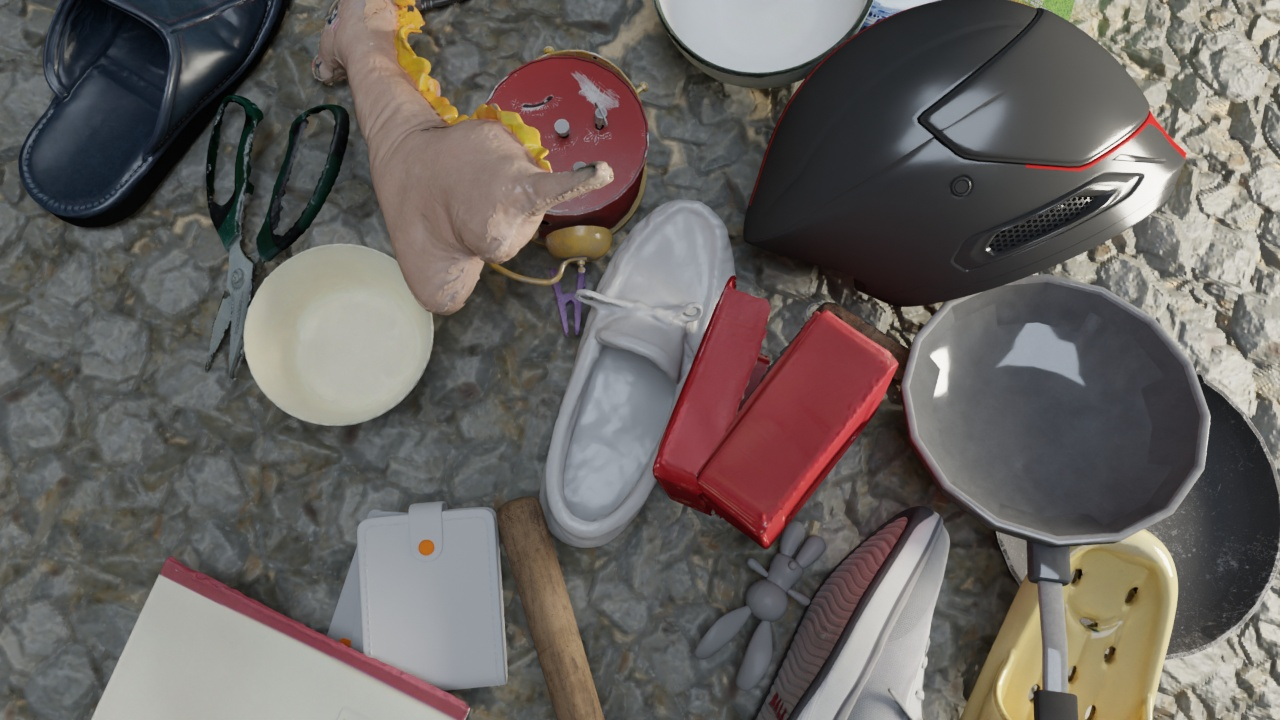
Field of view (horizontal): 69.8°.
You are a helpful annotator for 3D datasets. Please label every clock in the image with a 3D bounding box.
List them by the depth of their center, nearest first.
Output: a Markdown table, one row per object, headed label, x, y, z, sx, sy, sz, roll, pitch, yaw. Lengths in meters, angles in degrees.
| label | x | y | z | sx | sy | sz | roll | pitch | yaw |
| --- | --- | --- | --- | --- | --- | --- | --- | --- | --- |
| clock | -0.057 | -0.128 | 0.615 | 0.117 | 0.081 | 0.158 | 21 | 80 | 0 |

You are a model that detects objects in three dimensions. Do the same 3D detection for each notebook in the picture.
| label | x | y | z | sx | sy | sz | roll | pitch | yaw |
| --- | --- | --- | --- | --- | --- | --- | --- | --- | --- |
| notebook | -0.228 | 0.233 | 0.561 | 0.209 | 0.012 | 0.153 | 26 | 91 | 2 |

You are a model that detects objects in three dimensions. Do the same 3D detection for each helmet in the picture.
| label | x | y | z | sx | sy | sz | roll | pitch | yaw |
| --- | --- | --- | --- | --- | --- | --- | --- | --- | --- |
| helmet | 0.186 | -0.136 | 0.584 | 0.265 | 0.164 | 0.170 | -25 | 103 | 12 |

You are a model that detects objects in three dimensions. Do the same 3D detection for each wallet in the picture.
| label | x | y | z | sx | sy | sz | roll | pitch | yaw |
| --- | --- | --- | --- | --- | --- | --- | --- | --- | --- |
| wallet | -0.147 | 0.151 | 0.585 | 0.115 | 0.037 | 0.118 | -4 | 84 | -5 |

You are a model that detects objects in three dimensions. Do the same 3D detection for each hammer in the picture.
| label | x | y | z | sx | sy | sz | roll | pitch | yaw |
| --- | --- | --- | --- | --- | --- | --- | --- | --- | --- |
| hammer | -0.028 | 0.237 | 0.548 | 0.129 | 0.040 | 0.321 | -22 | 80 | 24 |

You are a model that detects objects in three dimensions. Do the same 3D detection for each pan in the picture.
| label | x | y | z | sx | sy | sz | roll | pitch | yaw |
| --- | --- | --- | --- | --- | --- | --- | --- | --- | --- |
| pan | 0.238 | 0.113 | 0.537 | 0.179 | 0.041 | 0.356 | 6 | 65 | 8 |
| pan | 0.265 | 0.058 | 0.628 | 0.357 | 0.040 | 0.207 | 31 | 80 | 3 |

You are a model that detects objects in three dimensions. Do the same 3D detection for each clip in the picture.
| label | x | y | z | sx | sy | sz | roll | pitch | yaw |
| --- | --- | --- | --- | --- | --- | --- | --- | --- | --- |
| clip | -0.044 | -0.045 | 0.637 | 0.042 | 0.014 | 0.052 | -27 | 80 | -10 |

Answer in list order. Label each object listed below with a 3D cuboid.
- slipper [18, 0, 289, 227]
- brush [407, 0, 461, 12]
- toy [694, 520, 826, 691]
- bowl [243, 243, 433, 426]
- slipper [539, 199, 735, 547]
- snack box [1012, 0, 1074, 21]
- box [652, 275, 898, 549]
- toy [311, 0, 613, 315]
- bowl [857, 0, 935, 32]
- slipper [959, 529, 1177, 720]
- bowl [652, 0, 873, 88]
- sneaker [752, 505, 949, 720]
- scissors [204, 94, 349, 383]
| label | x | y | z | sx | sy | sz | roll | pitch | yaw |
| --- | --- | --- | --- | --- | --- | --- | --- | --- | --- |
| slipper | -0.330 | -0.218 | 0.611 | 0.109 | 0.083 | 0.265 | 26 | 78 | 3 |
| brush | -0.137 | -0.280 | 0.670 | 0.151 | 0.012 | 0.039 | -19 | 82 | -7 |
| toy | 0.083 | 0.157 | 0.601 | 0.049 | 0.030 | 0.111 | 35 | 72 | 3 |
| bowl | -0.188 | -0.012 | 0.595 | 0.115 | 0.062 | 0.115 | 1 | 80 | -4 |
| slipper | -0.004 | 0.004 | 0.607 | 0.112 | 0.075 | 0.246 | 25 | 77 | -15 |
| snack box | 0.270 | -0.243 | 0.677 | 0.080 | 0.025 | 0.147 | 21 | 79 | -13 |
| box | 0.079 | 0.043 | 0.551 | 0.112 | 0.157 | 0.134 | 26 | 82 | 11 |
| toy | -0.125 | -0.162 | 0.574 | 0.197 | 0.065 | 0.264 | -29 | 66 | 27 |
| bowl | 0.183 | -0.282 | 0.676 | 0.114 | 0.045 | 0.114 | 1 | 80 | -4 |
| slipper | 0.262 | 0.224 | 0.555 | 0.111 | 0.079 | 0.261 | 18 | 92 | 3 |
| bowl | 0.087 | -0.258 | 0.643 | 0.153 | 0.073 | 0.153 | -1 | 83 | 10 |
| sneaker | 0.149 | 0.222 | 0.566 | 0.128 | 0.097 | 0.263 | 27 | 83 | -1 |
| scissors | -0.240 | -0.082 | 0.599 | 0.142 | 0.015 | 0.209 | -2 | 83 | 26 |
